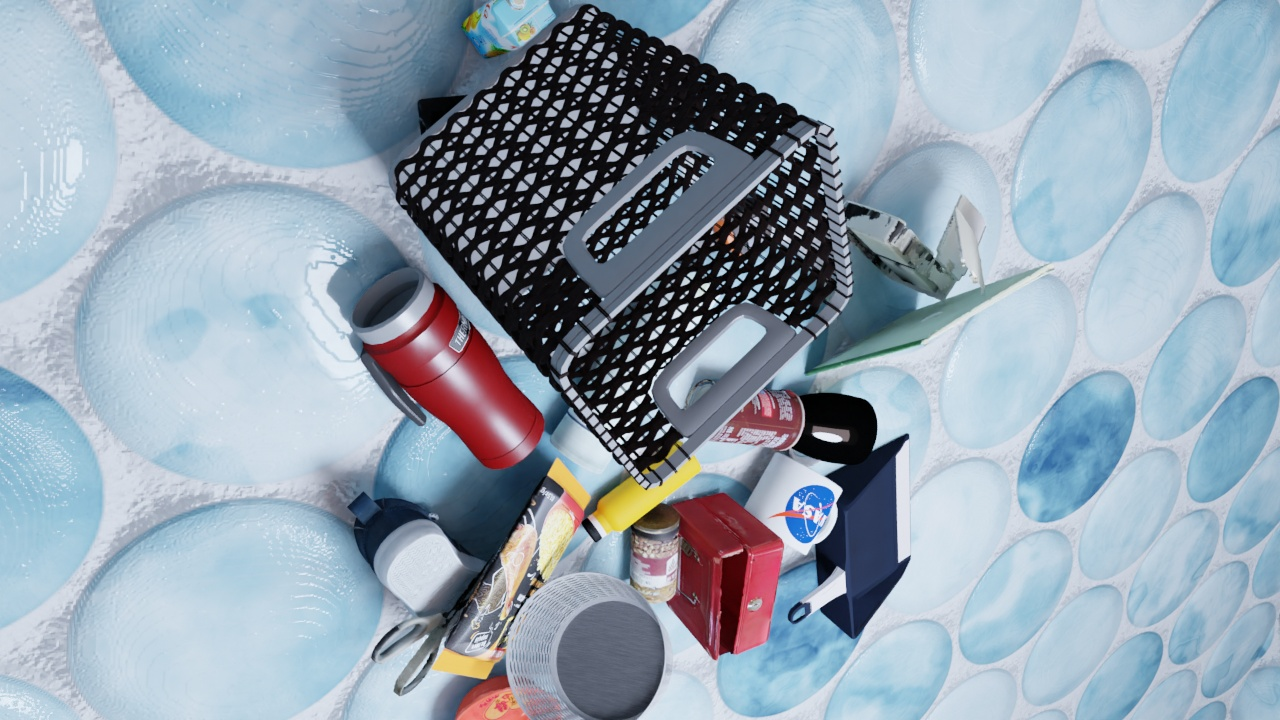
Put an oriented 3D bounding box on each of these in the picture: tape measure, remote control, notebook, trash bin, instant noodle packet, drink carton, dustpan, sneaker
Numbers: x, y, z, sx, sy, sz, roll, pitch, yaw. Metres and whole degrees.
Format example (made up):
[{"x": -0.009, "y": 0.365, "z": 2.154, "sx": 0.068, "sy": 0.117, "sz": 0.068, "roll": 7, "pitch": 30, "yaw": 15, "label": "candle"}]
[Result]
[{"x": 0.109, "y": -0.135, "z": 0.957, "sx": 0.058, "sy": 0.038, "sz": 0.059, "roll": -22, "pitch": 122, "yaw": -21, "label": "tape measure"}, {"x": -0.116, "y": -0.209, "z": 0.795, "sx": 0.150, "sy": 0.022, "sz": 0.047, "roll": -15, "pitch": 119, "yaw": -25, "label": "remote control"}, {"x": 0.308, "y": -0.039, "z": 1.017, "sx": 0.181, "sy": 0.253, "sz": 0.010, "roll": -27, "pitch": 90, "yaw": -18, "label": "notebook"}, {"x": -0.043, "y": 0.314, "z": 0.970, "sx": 0.156, "sy": 0.156, "sz": 0.183, "roll": -42, "pitch": 161, "yaw": -8, "label": "trash bin"}, {"x": -0.121, "y": 0.214, "z": 0.919, "sx": 0.220, "sy": 0.032, "sz": 0.160, "roll": -59, "pitch": 161, "yaw": -15, "label": "instant noodle packet"}, {"x": -0.104, "y": -0.262, "z": 0.709, "sx": 0.044, "sy": 0.129, "sz": 0.038, "roll": -42, "pitch": 114, "yaw": -8, "label": "drink carton"}, {"x": 0.287, "y": 0.262, "z": 1.231, "sx": 0.272, "sy": 0.080, "sz": 0.236, "roll": -23, "pitch": 123, "yaw": -21, "label": "dustpan"}, {"x": -0.212, "y": 0.199, "z": 0.897, "sx": 0.089, "sy": 0.087, "sz": 0.236, "roll": -44, "pitch": 150, "yaw": -17, "label": "sneaker"}]

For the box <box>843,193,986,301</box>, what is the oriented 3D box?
[{"x": 0.330, "y": -0.137, "z": 0.999, "sx": 0.143, "sy": 0.187, "sz": 0.105, "roll": 31, "pitch": 93, "yaw": -41, "label": "box"}]

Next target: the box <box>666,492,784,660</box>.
[{"x": 0.092, "y": 0.251, "z": 1.080, "sx": 0.087, "sy": 0.129, "sz": 0.158, "roll": -15, "pitch": 121, "yaw": -30, "label": "box"}]

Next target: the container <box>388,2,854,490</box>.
[{"x": -0.013, "y": -0.094, "z": 0.731, "sx": 0.247, "sy": 0.243, "sz": 0.246, "roll": -43, "pitch": 150, "yaw": -7, "label": "container"}]

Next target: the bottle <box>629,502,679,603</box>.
[{"x": 0.016, "y": 0.223, "z": 1.061, "sx": 0.056, "sy": 0.056, "sz": 0.105, "roll": -12, "pitch": 118, "yaw": -27, "label": "bottle"}]

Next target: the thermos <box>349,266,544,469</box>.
[{"x": -0.180, "y": 0.015, "z": 0.833, "sx": 0.108, "sy": 0.083, "sz": 0.198, "roll": -20, "pitch": 131, "yaw": 18, "label": "thermos"}]

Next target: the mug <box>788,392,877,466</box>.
[{"x": 0.212, "y": 0.089, "z": 1.112, "sx": 0.100, "sy": 0.084, "sz": 0.119, "roll": 10, "pitch": 137, "yaw": -22, "label": "mug"}]

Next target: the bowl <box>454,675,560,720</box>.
[{"x": -0.157, "y": 0.401, "z": 1.040, "sx": 0.130, "sy": 0.045, "sz": 0.131, "roll": -10, "pitch": 122, "yaw": -16, "label": "bowl"}]

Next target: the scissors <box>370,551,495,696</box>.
[{"x": -0.196, "y": 0.254, "z": 0.874, "sx": 0.171, "sy": 0.012, "sz": 0.157, "roll": -62, "pitch": 157, "yaw": 10, "label": "scissors"}]

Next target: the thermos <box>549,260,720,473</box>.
[{"x": -0.006, "y": 0.005, "z": 0.938, "sx": 0.068, "sy": 0.068, "sz": 0.230, "roll": 31, "pitch": 95, "yaw": -38, "label": "thermos"}]

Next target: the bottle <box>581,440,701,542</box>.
[{"x": -0.001, "y": 0.148, "z": 1.024, "sx": 0.143, "sy": 0.043, "sz": 0.043, "roll": -36, "pitch": 126, "yaw": -12, "label": "bottle"}]

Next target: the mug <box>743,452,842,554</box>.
[{"x": 0.192, "y": 0.179, "z": 1.116, "sx": 0.121, "sy": 0.091, "sz": 0.090, "roll": 33, "pitch": 85, "yaw": -30, "label": "mug"}]

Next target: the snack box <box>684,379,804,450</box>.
[{"x": 0.118, "y": 0.062, "z": 1.038, "sx": 0.121, "sy": 0.072, "sz": 0.072, "roll": 8, "pitch": 107, "yaw": -33, "label": "snack box"}]
